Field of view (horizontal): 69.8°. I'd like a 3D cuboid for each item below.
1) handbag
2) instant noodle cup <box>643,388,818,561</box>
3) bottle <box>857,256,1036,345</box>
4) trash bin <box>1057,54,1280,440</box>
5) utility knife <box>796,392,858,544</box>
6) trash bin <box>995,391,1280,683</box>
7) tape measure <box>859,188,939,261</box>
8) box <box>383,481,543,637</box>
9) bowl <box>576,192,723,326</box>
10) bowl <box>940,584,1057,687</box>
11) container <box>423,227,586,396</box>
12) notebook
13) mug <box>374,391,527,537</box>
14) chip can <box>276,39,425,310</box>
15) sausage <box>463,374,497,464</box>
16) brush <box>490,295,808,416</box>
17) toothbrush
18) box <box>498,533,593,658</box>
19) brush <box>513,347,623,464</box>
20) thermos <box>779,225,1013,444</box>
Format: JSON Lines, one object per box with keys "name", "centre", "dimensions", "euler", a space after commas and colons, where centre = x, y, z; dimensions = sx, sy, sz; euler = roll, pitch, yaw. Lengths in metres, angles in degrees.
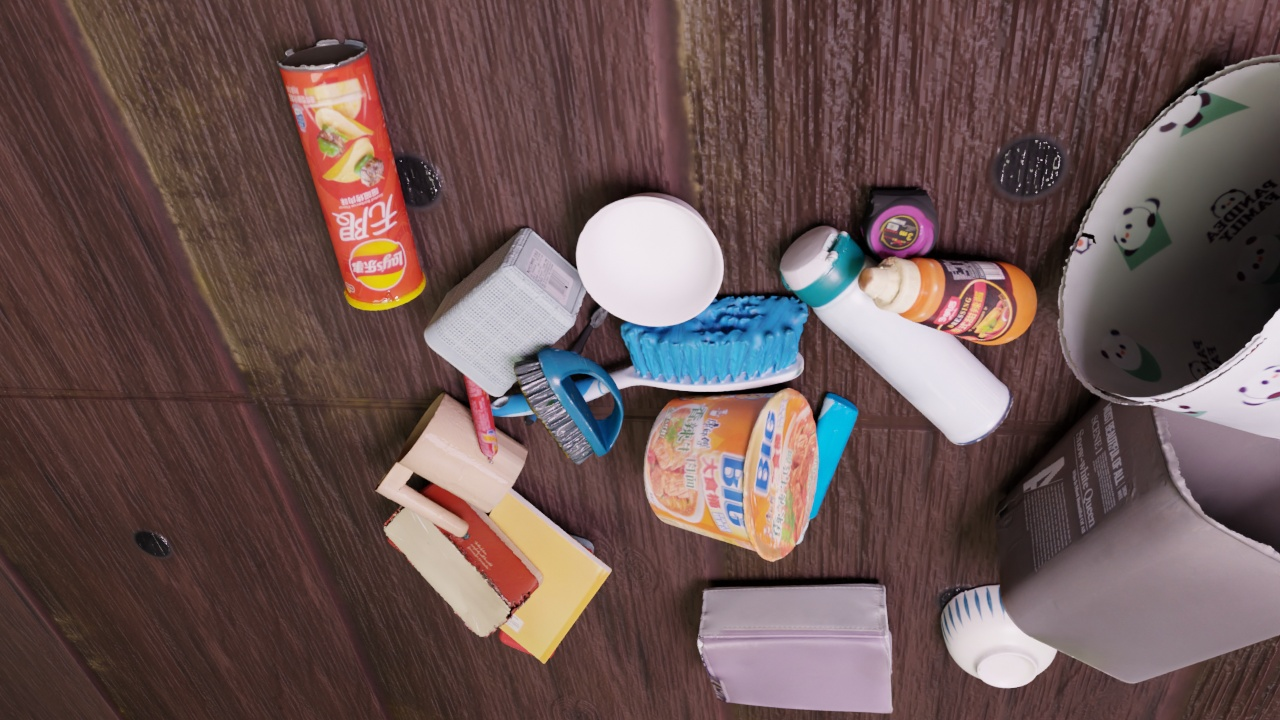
{"name": "handbag", "centre": [0.173, 0.314, 1.001], "dimensions": [0.197, 0.098, 0.145], "euler": [-4, 124, 14]}
{"name": "instant noodle cup", "centre": [0.080, 0.096, 0.826], "dimensions": [0.112, 0.151, 0.151], "euler": [5, 130, 33]}
{"name": "bottle", "centre": [0.231, -0.051, 0.704], "dimensions": [0.149, 0.066, 0.067], "euler": [7, 132, -24]}
{"name": "trash bin", "centre": [0.457, -0.041, 0.600], "dimensions": [0.252, 0.229, 0.230], "euler": [19, 128, -9]}
{"name": "utility knife", "centre": [0.169, 0.113, 0.887], "dimensions": [0.034, 0.018, 0.186], "euler": [12, 121, -1]}
{"name": "trash bin", "centre": [0.428, 0.138, 0.759], "dimensions": [0.198, 0.198, 0.220], "euler": [27, 134, -6]}
{"name": "tape measure", "centre": [0.202, -0.106, 0.715], "dimensions": [0.057, 0.039, 0.058], "euler": [-1, 120, 6]}
{"name": "box", "centre": [-0.198, 0.216, 0.992], "dimensions": [0.168, 0.076, 0.092], "euler": [47, 129, 1]}
{"name": "bowl", "centre": [0.012, -0.094, 0.751], "dimensions": [0.118, 0.064, 0.118], "euler": [7, 127, 9]}
{"name": "bowl", "centre": [0.378, 0.298, 0.961], "dimensions": [0.116, 0.066, 0.117], "euler": [6, 128, 8]}
{"name": "container", "centre": [-0.113, -0.046, 0.803], "dimensions": [0.090, 0.090, 0.112], "euler": [40, 122, -18]}
{"name": "notebook", "centre": [-0.128, 0.244, 1.023], "dimensions": [0.146, 0.010, 0.207], "euler": [37, 130, 8]}
{"name": "mug", "centre": [-0.190, 0.110, 0.928], "dimensions": [0.103, 0.084, 0.125], "euler": [35, 99, -15]}
{"name": "chip can", "centre": [-0.235, -0.149, 0.762], "dimensions": [0.073, 0.073, 0.217], "euler": [4, 127, 10]}
{"name": "sausage", "centre": [-0.157, 0.024, 0.875], "dimensions": [0.020, 0.020, 0.156], "euler": [-8, 100, 18]}
{"name": "brush", "centre": [-0.005, 0.005, 0.829], "dimensions": [0.315, 0.060, 0.109], "euler": [-4, 137, 12]}
{"name": "toothbrush", "centre": [-0.072, 0.007, 0.877], "dimensions": [0.014, 0.016, 0.190], "euler": [27, 129, -13]}
{"name": "box", "centre": [-0.115, 0.269, 1.075], "dimensions": [0.087, 0.047, 0.202], "euler": [21, 128, 1]}
{"name": "brush", "centre": [-0.054, 0.037, 0.799], "dimensions": [0.073, 0.055, 0.144], "euler": [-24, 141, 2]}
{"name": "thermos", "centre": [0.208, -0.021, 0.761], "dimensions": [0.224, 0.073, 0.073], "euler": [40, 125, -16]}
